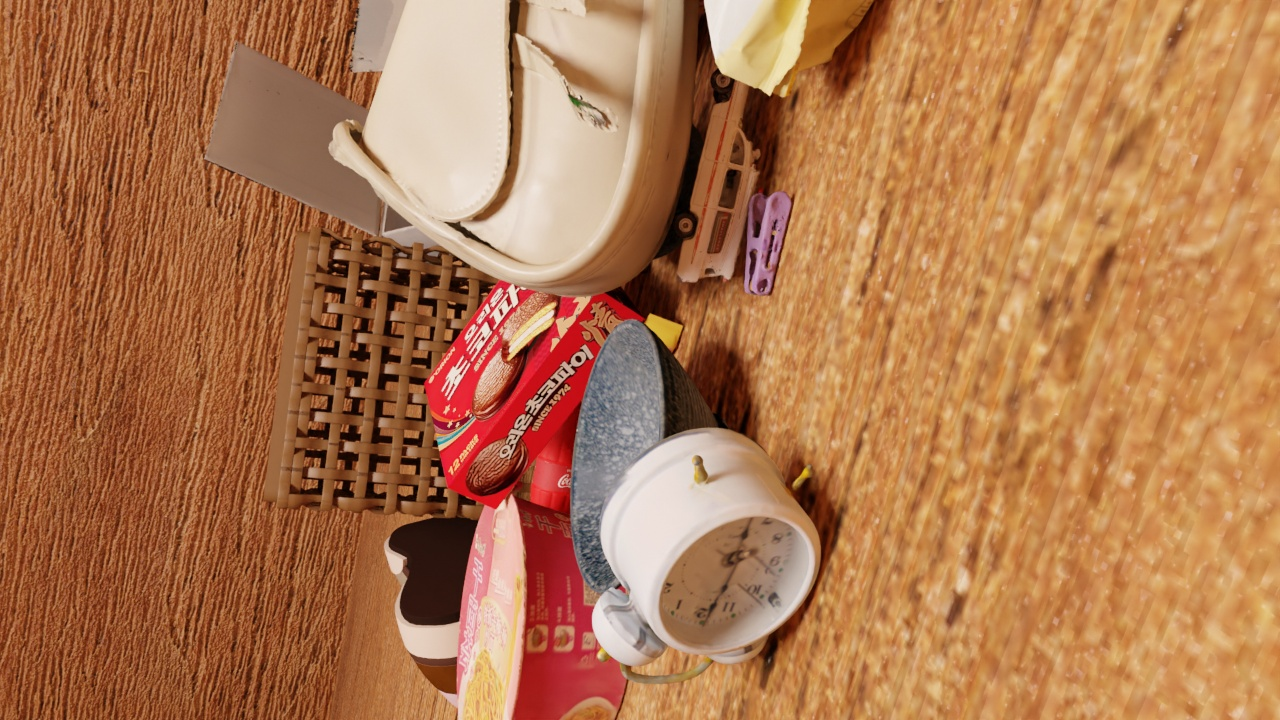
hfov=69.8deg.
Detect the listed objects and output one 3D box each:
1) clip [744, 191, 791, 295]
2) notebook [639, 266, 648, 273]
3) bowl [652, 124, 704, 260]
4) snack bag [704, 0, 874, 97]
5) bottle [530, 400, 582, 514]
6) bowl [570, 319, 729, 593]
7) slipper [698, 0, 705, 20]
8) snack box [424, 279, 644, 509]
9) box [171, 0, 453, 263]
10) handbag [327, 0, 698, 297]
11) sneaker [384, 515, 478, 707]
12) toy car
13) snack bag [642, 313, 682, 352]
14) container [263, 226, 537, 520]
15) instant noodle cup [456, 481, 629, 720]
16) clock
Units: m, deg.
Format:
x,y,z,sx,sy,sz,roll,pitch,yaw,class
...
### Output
x,y,z,sx,sy,sz,roll,pitch,yaw,class
0.059,-0.057,0.446,0.032,0.013,0.051,-148,66,-71,clip
-0.062,-0.170,0.662,0.167,0.024,0.225,22,132,70,notebook
0.009,-0.104,0.543,0.110,0.055,0.110,-172,91,-71,bowl
0.077,-0.253,0.395,0.160,0.068,0.246,120,152,-54,snack bag
-0.062,0.087,0.689,0.036,0.036,0.119,-154,74,-70,bottle
0.011,0.050,0.468,0.137,0.057,0.137,-172,91,-71,bowl
0.001,-0.211,0.587,0.197,0.093,0.081,-175,74,-73,slipper
-0.077,-0.004,0.599,0.152,0.036,0.132,-52,31,12,snack box
-0.237,-0.207,0.849,0.165,0.329,0.166,-44,40,40,box
-0.060,-0.157,0.434,0.132,0.184,0.229,6,-76,-77,handbag
-0.174,0.234,0.877,0.294,0.111,0.116,-155,55,-70,sneaker
0.044,-0.094,0.465,0.039,0.039,0.113,-51,-24,-76,toy car
-0.003,0.003,0.576,0.099,0.026,0.020,127,151,-51,snack bag
-0.214,0.025,0.842,0.252,0.214,0.219,165,111,-69,container
-0.063,0.173,0.595,0.179,0.077,0.178,-173,90,-69,instant noodle cup
0.024,0.087,0.380,0.057,0.083,0.118,53,130,56,clock
